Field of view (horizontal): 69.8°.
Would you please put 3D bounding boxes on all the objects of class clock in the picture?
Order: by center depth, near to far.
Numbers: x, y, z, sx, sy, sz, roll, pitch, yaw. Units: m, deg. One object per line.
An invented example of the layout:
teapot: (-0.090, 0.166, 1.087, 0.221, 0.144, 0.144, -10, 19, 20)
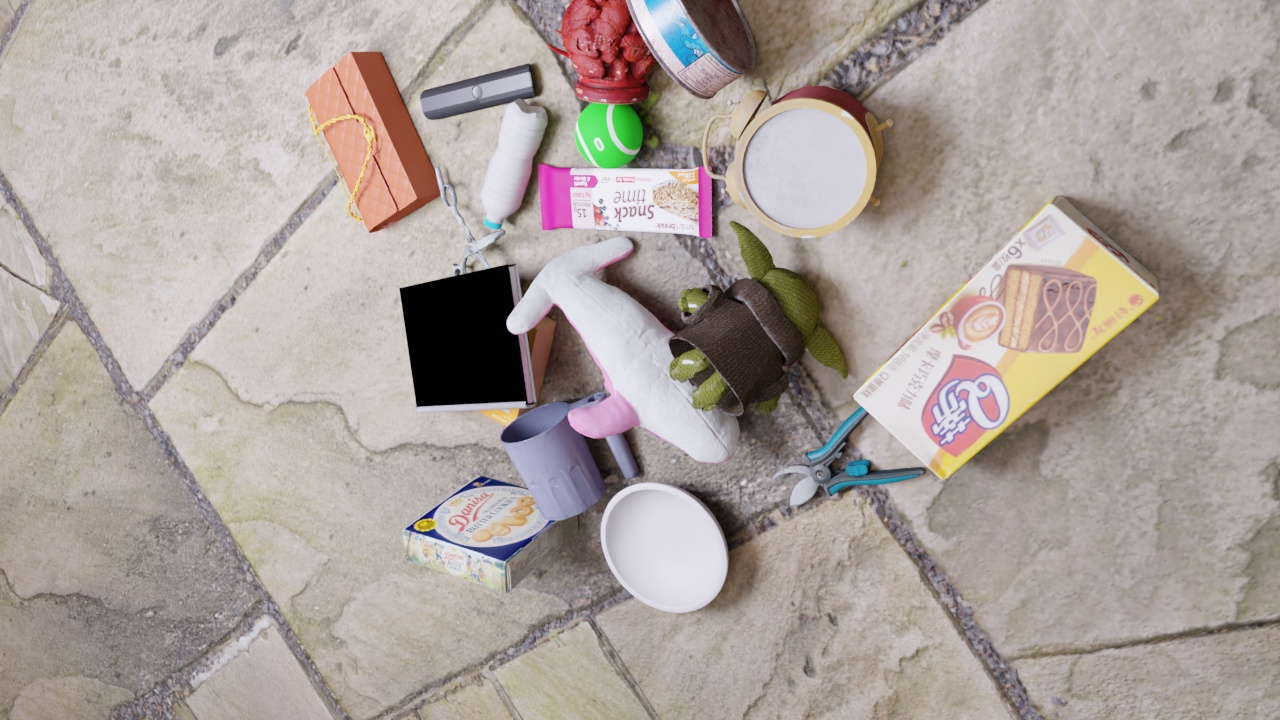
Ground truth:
clock: (0.132, -0.178, 0.795, 0.159, 0.081, 0.117, 11, 122, 16)

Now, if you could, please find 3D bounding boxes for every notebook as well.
notebook: (-0.195, -0.018, 1.011, 0.207, 0.016, 0.149, -5, 94, 44)

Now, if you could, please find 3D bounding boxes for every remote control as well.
remote control: (-0.171, -0.282, 0.968, 0.147, 0.015, 0.033, -3, 104, 29)

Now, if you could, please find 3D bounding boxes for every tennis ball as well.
tennis ball: (-0.030, -0.217, 0.882, 0.065, 0.065, 0.065, 9, 109, 26)

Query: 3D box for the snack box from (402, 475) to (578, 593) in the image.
snack box: (-0.168, 0.193, 1.040, 0.145, 0.144, 0.043, 11, 114, 25)

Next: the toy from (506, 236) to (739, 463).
toy: (-0.006, 0.005, 0.927, 0.186, 0.128, 0.265, -40, 82, -13)

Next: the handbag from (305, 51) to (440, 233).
handbag: (-0.311, -0.242, 1.034, 0.109, 0.060, 0.172, -21, 95, 36)

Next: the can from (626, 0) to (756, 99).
can: (0.044, -0.291, 0.780, 0.044, 0.129, 0.130, -26, 92, 32)

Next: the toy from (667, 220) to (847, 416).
toy: (0.096, -0.021, 0.836, 0.179, 0.152, 0.078, 52, 163, -10)

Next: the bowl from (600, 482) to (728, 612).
bowl: (0.032, 0.195, 0.990, 0.150, 0.043, 0.150, 9, 110, 26)

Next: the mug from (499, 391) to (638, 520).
mug: (-0.075, 0.102, 0.997, 0.124, 0.083, 0.104, -22, 109, 5)

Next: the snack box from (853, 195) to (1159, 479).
snack box: (0.300, -0.014, 0.767, 0.110, 0.061, 0.231, 45, 120, 9)

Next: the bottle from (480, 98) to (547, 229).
bottle: (-0.136, -0.201, 0.957, 0.044, 0.044, 0.136, 32, 118, 17)

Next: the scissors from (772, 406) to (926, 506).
scissors: (0.198, 0.091, 0.881, 0.155, 0.019, 0.124, 5, 107, 26)

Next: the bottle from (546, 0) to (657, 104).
bottle: (-0.029, -0.301, 0.846, 0.099, 0.098, 0.111, 17, 123, 23)

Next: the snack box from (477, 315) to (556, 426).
snack box: (-0.154, 0.000, 1.032, 0.088, 0.040, 0.126, 25, 116, 20)

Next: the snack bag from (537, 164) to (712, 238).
snack bag: (-0.019, -0.161, 0.922, 0.197, 0.016, 0.070, 7, 110, 27)

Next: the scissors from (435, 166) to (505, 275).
scissors: (-0.189, -0.135, 1.004, 0.175, 0.014, 0.142, 60, 143, 13)
